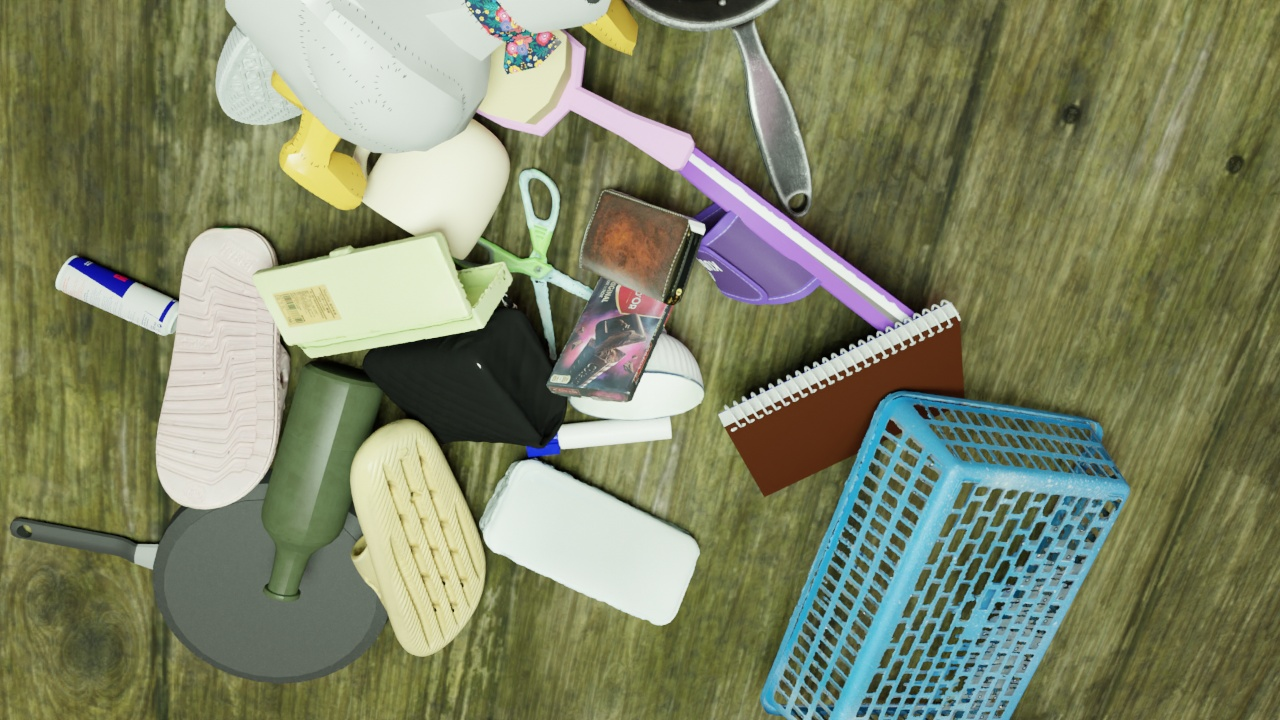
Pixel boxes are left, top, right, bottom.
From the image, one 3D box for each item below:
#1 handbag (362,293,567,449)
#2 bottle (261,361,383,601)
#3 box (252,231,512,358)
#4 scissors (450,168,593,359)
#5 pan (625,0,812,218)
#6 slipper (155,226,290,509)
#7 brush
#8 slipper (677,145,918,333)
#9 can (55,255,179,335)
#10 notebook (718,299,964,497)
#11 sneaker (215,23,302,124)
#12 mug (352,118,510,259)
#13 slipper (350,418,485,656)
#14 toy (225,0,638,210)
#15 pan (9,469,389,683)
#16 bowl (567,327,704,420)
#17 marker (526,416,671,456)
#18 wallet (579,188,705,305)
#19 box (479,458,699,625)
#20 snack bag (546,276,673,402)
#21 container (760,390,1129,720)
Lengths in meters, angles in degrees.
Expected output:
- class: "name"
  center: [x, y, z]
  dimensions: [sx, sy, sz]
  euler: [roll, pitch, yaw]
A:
- class: "handbag"
  center: [-0.132, 0.007, 0.775]
  dimensions: [0.154, 0.114, 0.125]
  euler: [-4, 129, 37]
- class: "bottle"
  center: [-0.285, 0.107, 0.800]
  dimensions: [0.071, 0.071, 0.207]
  euler: [17, 94, -10]
- class: "box"
  center: [-0.199, -0.057, 0.729]
  dimensions: [0.188, 0.083, 0.091]
  euler: [-5, 113, 26]
- class: "scissors"
  center: [-0.086, -0.085, 0.798]
  dimensions: [0.171, 0.025, 0.160]
  euler: [24, 100, -16]
- class: "pan"
  center: [0.078, -0.277, 0.724]
  dimensions: [0.187, 0.055, 0.357]
  euler: [-21, 122, 3]
- class: "slipper"
  center: [-0.351, 0.007, 0.789]
  dimensions: [0.094, 0.064, 0.239]
  euler: [6, 92, -9]
- class: "brush"
  center: [-0.064, -0.208, 0.699]
  dimensions: [0.229, 0.043, 0.089]
  euler: [29, 100, 9]
- class: "slipper"
  center: [0.110, -0.078, 0.771]
  dimensions: [0.266, 0.107, 0.084]
  euler: [33, 104, -19]
- class: "can"
  center: [-0.438, -0.054, 0.775]
  dimensions: [0.095, 0.032, 0.032]
  euler: [26, 106, -12]
- class: "notebook"
  center: [0.184, 0.040, 0.811]
  dimensions: [0.209, 0.022, 0.171]
  euler: [-26, 145, 5]
- class: "sneaker"
  center: [-0.249, -0.278, 0.681]
  dimensions: [0.236, 0.089, 0.087]
  euler: [-39, 68, 25]
- class: "mug"
  center: [-0.166, -0.153, 0.728]
  dimensions: [0.120, 0.096, 0.100]
  euler: [32, 94, 1]
- class: "slipper"
  center: [-0.211, 0.154, 0.832]
  dimensions: [0.079, 0.111, 0.262]
  euler: [23, 135, 33]
- class: "toy"
  center: [-0.146, -0.220, 0.604]
  dimensions: [0.268, 0.140, 0.246]
  euler: [-30, 152, 29]
- class: "pan"
  center: [-0.411, 0.198, 0.867]
  dimensions: [0.356, 0.034, 0.226]
  euler: [13, 108, -10]
- class: "bowl"
  center: [-0.005, 0.005, 0.800]
  dimensions: [0.118, 0.118, 0.062]
  euler: [0, 67, -4]
- class: "marker"
  center: [-0.038, 0.069, 0.850]
  dimensions: [0.133, 0.027, 0.023]
  euler: [-5, 131, -2]
- class: "wallet"
  center: [-0.002, -0.093, 0.745]
  dimensions: [0.019, 0.123, 0.072]
  euler: [9, 103, -40]
- class: "box"
  center: [-0.043, 0.171, 0.860]
  dimensions: [0.215, 0.083, 0.123]
  euler: [25, 109, -12]
- class: "snack bag"
  center: [-0.016, -0.029, 0.751]
  dimensions: [0.075, 0.154, 0.018]
  euler: [5, 140, 24]
- class: "container"
  center: [0.291, 0.219, 0.859]
  dimensions: [0.257, 0.089, 0.363]
  euler: [8, 112, -21]
